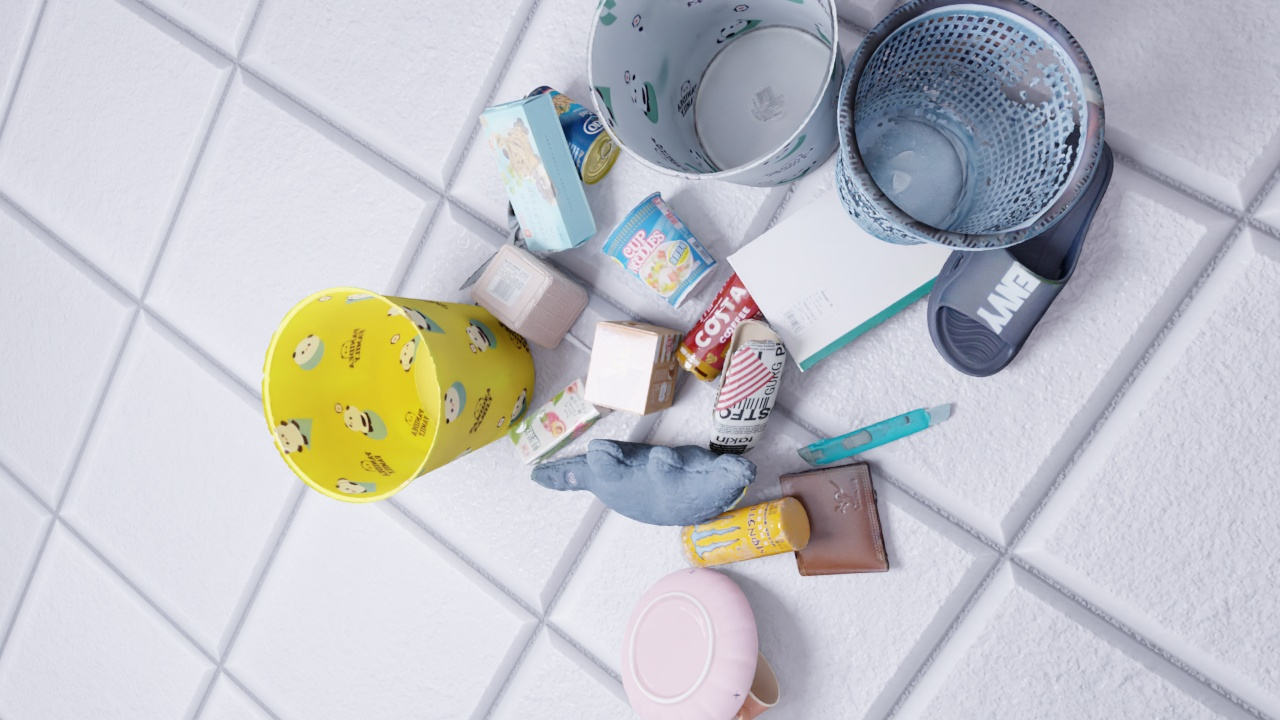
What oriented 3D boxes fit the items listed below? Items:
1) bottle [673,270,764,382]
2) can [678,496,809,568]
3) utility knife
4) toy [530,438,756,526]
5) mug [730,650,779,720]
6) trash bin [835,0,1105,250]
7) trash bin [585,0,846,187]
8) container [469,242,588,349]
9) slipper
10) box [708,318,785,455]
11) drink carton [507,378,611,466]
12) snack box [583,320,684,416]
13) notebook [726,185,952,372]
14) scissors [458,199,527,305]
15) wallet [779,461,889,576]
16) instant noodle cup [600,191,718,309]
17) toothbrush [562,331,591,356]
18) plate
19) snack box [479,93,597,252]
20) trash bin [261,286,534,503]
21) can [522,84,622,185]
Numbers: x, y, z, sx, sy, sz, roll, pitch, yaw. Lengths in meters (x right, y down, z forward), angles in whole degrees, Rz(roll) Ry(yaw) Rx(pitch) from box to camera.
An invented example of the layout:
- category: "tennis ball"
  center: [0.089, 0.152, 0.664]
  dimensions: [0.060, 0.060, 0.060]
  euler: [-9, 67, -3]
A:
- category: "bottle"
  center: [0.109, -0.058, 1.032]
  dimensions: [0.057, 0.057, 0.175]
  euler: [40, 106, 15]
- category: "can"
  center: [0.115, 0.194, 1.026]
  dimensions: [0.146, 0.058, 0.058]
  euler: [-22, 85, 38]
- category: "utility knife"
  center: [0.256, 0.081, 1.007]
  dimensions: [0.175, 0.013, 0.029]
  euler: [-23, 86, 21]
- category: "toy"
  center: [0.017, 0.136, 1.037]
  dimensions: [0.357, 0.137, 0.091]
  euler: [-6, 65, 45]
- category: "mug"
  center: [0.093, 0.390, 1.039]
  dimensions: [0.081, 0.114, 0.106]
  euler: [42, 111, -17]
- category: "trash bin"
  center: [0.279, -0.200, 0.867]
  dimensions: [0.226, 0.195, 0.226]
  euler: [0, 87, 0]
- category: "trash bin"
  center: [0.101, -0.279, 0.919]
  dimensions: [0.230, 0.251, 0.229]
  euler: [1, 93, 21]
- category: "container"
  center: [-0.133, -0.077, 1.088]
  dimensions: [0.090, 0.111, 0.090]
  euler: [37, 93, 18]
- category: "slipper"
  center: [0.375, -0.110, 0.906]
  dimensions: [0.111, 0.083, 0.268]
  euler: [28, 100, 9]
- category: "box"
  center: [0.115, 0.027, 1.016]
  dimensions: [0.076, 0.086, 0.163]
  euler: [0, 126, -12]
- category: "drink carton"
  center: [-0.100, 0.076, 1.129]
  dimensions: [0.123, 0.045, 0.053]
  euler: [-37, 75, 19]
- category: "snack box"
  center: [-0.006, 0.006, 1.063]
  dimensions: [0.077, 0.092, 0.094]
  euler: [13, 98, 20]
- category: "notebook"
  center: [0.220, -0.105, 0.976]
  dimensions: [0.209, 0.012, 0.150]
  euler: [-33, 86, 5]
- category: "scissors"
  center: [-0.163, -0.141, 1.159]
  dimensions: [0.163, 0.014, 0.165]
  euler: [6, 96, 22]
- category: "wallet"
  center: [0.216, 0.178, 1.021]
  dimensions: [0.101, 0.032, 0.124]
  euler: [-11, 90, 19]
- category: "instant noodle cup"
  center: [0.028, -0.121, 1.048]
  dimensions: [0.110, 0.099, 0.099]
  euler: [44, 107, 6]
- category: "toothbrush"
  center: [-0.102, -0.038, 1.139]
  dimensions: [0.180, 0.016, 0.016]
  euler: [36, 98, 16]
- category: "plate"
  center: [0.044, 0.327, 1.038]
  dimensions: [0.193, 0.039, 0.192]
  euler: [-23, 54, 35]
- category: "snack box"
  center: [-0.117, -0.213, 1.057]
  dimensions: [0.074, 0.051, 0.175]
  euler: [1, 120, 40]
- category: "trash bin"
  center: [-0.263, 0.028, 1.076]
  dimensions: [0.230, 0.254, 0.229]
  euler: [2, 95, 21]
- category: "can"
  center: [-0.087, -0.268, 1.088]
  dimensions: [0.111, 0.075, 0.075]
  euler: [35, 104, 16]
